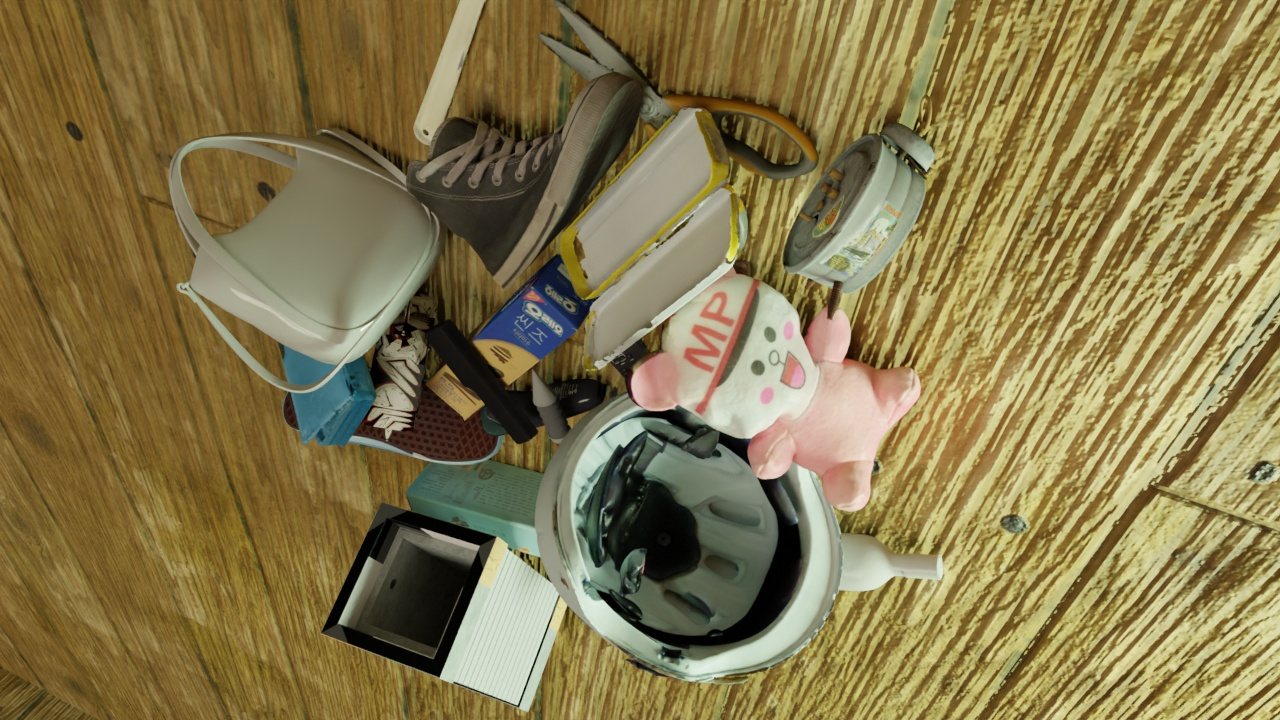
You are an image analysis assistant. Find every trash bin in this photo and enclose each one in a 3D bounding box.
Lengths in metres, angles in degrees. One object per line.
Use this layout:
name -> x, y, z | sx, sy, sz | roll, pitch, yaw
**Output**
trash bin -> -0.202, 0.280, 1.019 | 0.142, 0.142, 0.247 | 12, 157, 21

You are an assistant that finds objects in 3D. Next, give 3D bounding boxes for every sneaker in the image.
sneaker -> -0.256, 0.062, 0.997 | 0.241, 0.083, 0.098 | 7, 174, 10
sneaker -> -0.092, -0.153, 0.685 | 0.120, 0.095, 0.235 | 41, 149, -8

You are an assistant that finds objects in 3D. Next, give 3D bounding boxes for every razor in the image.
razor -> -0.095, 0.043, 0.895 | 0.143, 0.047, 0.052 | -15, 142, 34

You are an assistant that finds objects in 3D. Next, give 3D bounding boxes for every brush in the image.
brush -> -0.138, -0.244, 0.698 | 0.033, 0.012, 0.218 | 35, 137, -3

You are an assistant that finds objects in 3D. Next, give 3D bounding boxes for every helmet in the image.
helmet -> 0.032, 0.147, 0.798 | 0.264, 0.236, 0.164 | 30, 163, -15

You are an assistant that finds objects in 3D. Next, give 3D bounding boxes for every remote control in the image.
remote control -> -0.005, 0.005, 0.833 | 0.047, 0.009, 0.124 | -24, 113, 41
remote control -> -0.145, 0.022, 0.841 | 0.032, 0.015, 0.136 | -21, 112, 40

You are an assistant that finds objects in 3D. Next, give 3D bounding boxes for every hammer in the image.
hammer -> -0.051, 0.137, 0.906 | 0.156, 0.043, 0.323 | 22, 141, 45

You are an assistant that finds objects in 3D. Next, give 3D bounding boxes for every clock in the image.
clock -> -0.235, -0.008, 0.873 | 0.065, 0.114, 0.155 | 11, 123, -12
clock -> 0.145, -0.106, 0.601 | 0.056, 0.103, 0.148 | 31, 106, -11

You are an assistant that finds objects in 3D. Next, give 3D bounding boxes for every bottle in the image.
bottle -> 0.179, 0.186, 0.853 | 0.196, 0.052, 0.052 | -4, 125, 31

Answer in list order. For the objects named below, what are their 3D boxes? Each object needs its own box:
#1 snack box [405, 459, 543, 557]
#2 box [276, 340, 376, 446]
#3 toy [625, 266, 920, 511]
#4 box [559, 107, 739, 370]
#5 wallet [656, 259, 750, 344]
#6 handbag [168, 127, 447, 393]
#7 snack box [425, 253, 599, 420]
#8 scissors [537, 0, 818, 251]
snack box -> -0.163, 0.154, 1.002 | 0.175, 0.074, 0.053 | 10, 130, 22
box -> -0.302, -0.040, 0.841 | 0.093, 0.048, 0.231 | -46, 57, 42
toy -> 0.102, 0.016, 0.705 | 0.213, 0.142, 0.084 | 28, 176, -10
box -> 0.001, -0.082, 0.680 | 0.038, 0.129, 0.210 | 3, 157, -32
wallet -> 0.053, -0.033, 0.765 | 0.087, 0.013, 0.121 | 8, 127, 22
handbag -> -0.293, -0.107, 0.759 | 0.222, 0.215, 0.096 | 34, 152, -6
snack box -> -0.122, -0.017, 0.847 | 0.056, 0.057, 0.207 | 44, 135, -12
scissors -> 0.026, -0.180, 0.654 | 0.225, 0.016, 0.162 | 49, 136, -13
